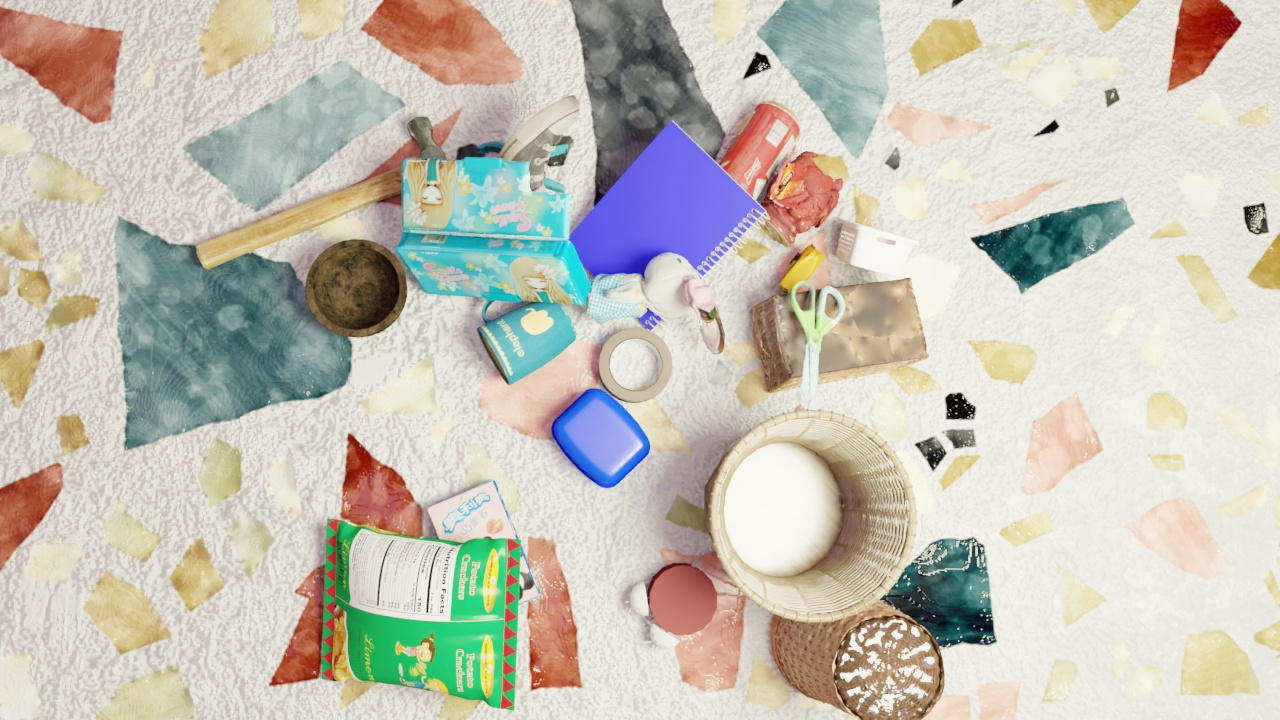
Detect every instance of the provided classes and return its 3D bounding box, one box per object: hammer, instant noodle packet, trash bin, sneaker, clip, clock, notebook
[{"bbox_3d":[-0.399,-0.191,1.165,0.330,0.033,0.132,-23,86,-5],"label":"hammer"},{"bbox_3d":[-0.260,0.294,1.073,0.253,0.090,0.195,3,92,16],"label":"instant noodle packet"},{"bbox_3d":[0.243,0.337,1.057,0.151,0.210,0.151,0,83,-3],"label":"trash bin"},{"bbox_3d":[-0.125,-0.209,1.126,0.120,0.095,0.235,39,107,-3],"label":"sneaker"},{"bbox_3d":[-0.156,-0.238,1.191,0.127,0.028,0.113,13,81,-3],"label":"clip"},{"bbox_3d":[0.041,0.299,1.131,0.124,0.044,0.087,-32,86,-7],"label":"clock"},{"bbox_3d":[0.030,-0.164,1.158,0.171,0.022,0.209,44,106,2],"label":"notebook"}]

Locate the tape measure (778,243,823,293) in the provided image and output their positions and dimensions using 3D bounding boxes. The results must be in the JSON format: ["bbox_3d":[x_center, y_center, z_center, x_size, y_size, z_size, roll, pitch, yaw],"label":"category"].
[{"bbox_3d":[0.208,-0.121,1.182,0.030,0.058,0.068,37,115,-1],"label":"tape measure"}]

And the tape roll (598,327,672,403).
[{"bbox_3d":[-0.007,0.007,1.168,0.093,0.030,0.093,0,83,-4],"label":"tape roll"}]

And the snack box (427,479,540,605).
[{"bbox_3d":[-0.192,0.234,1.127,0.088,0.033,0.154,-22,85,-6],"label":"snack box"}]

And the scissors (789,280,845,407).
[{"bbox_3d":[0.193,-0.021,1.045,0.072,0.033,0.175,19,53,-7],"label":"scissors"}]

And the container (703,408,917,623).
[{"bbox_3d":[0.179,0.176,1.077,0.227,0.196,0.226,0,83,-4],"label":"container"}]

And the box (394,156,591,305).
[{"bbox_3d":[-0.181,-0.144,1.078,0.227,0.073,0.181,6,125,20],"label":"box"}]

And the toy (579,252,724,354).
[{"bbox_3d":[0.011,-0.084,1.131,0.206,0.131,0.105,9,69,21],"label":"toy"}]

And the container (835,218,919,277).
[{"bbox_3d":[0.294,-0.142,1.164,0.081,0.129,0.049,15,102,-2],"label":"container"}]

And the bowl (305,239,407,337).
[{"bbox_3d":[-0.348,-0.085,1.142,0.121,0.056,0.121,0,83,-4],"label":"bowl"}]

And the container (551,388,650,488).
[{"bbox_3d":[-0.048,0.095,1.141,0.096,0.058,0.114,-43,88,-7],"label":"container"}]

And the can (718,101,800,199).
[{"bbox_3d":[0.140,-0.253,1.190,0.067,0.067,0.170,33,82,0],"label":"can"}]

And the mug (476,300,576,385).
[{"bbox_3d":[-0.145,-0.041,1.141,0.104,0.084,0.112,-29,75,-13],"label":"mug"}]

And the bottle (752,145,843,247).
[{"bbox_3d":[0.201,-0.210,1.172,0.099,0.099,0.111,44,91,2],"label":"bottle"}]

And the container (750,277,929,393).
[{"bbox_3d":[0.248,-0.034,1.149,0.198,0.113,0.113,-10,84,-6],"label":"container"}]
